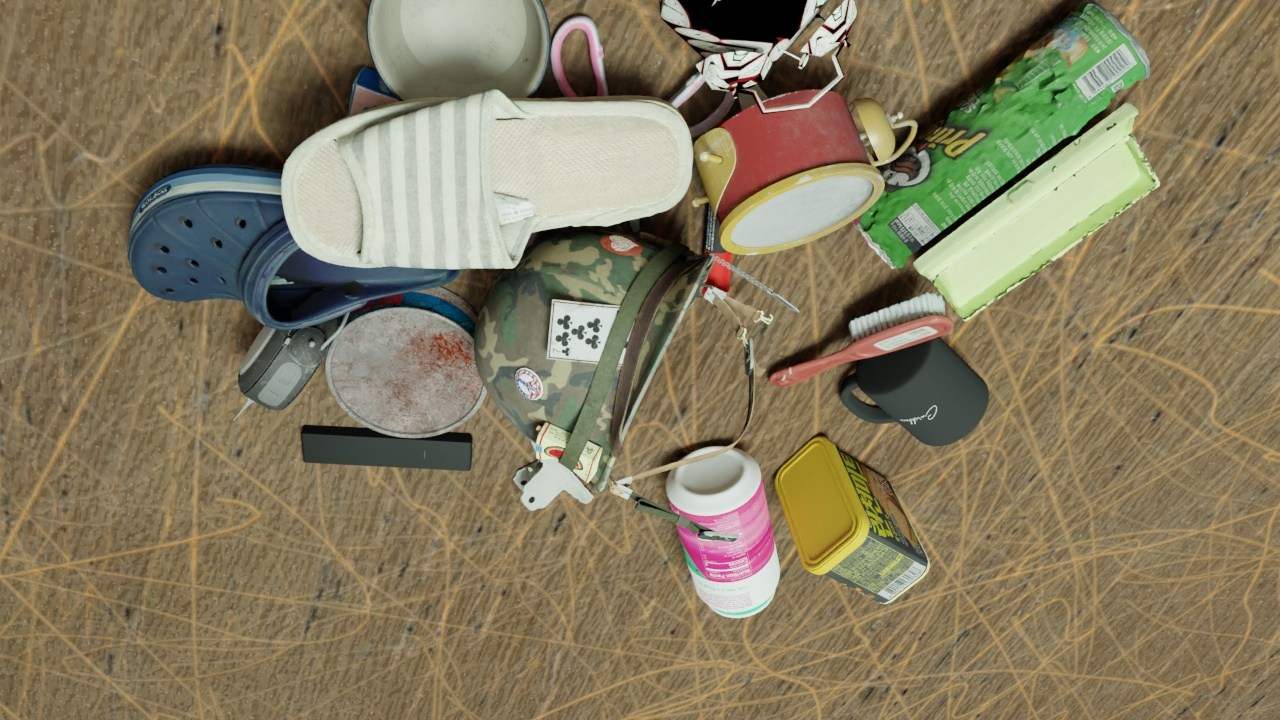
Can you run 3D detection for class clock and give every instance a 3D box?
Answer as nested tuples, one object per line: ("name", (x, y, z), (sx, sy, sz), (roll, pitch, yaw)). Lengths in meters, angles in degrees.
("clock", (0.076, -0.231, 0.575), (0.114, 0.065, 0.154), (-25, 91, -4))
("clock", (0.116, -0.142, 0.645), (0.159, 0.081, 0.117), (-15, 165, -5))
("clock", (-0.275, -0.011, 0.717), (0.043, 0.091, 0.123), (35, 120, -26))

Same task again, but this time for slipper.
("slipper", (-0.249, -0.075, 0.655), (0.253, 0.095, 0.105), (-2, 147, 3))
("slipper", (-0.094, -0.119, 0.603), (0.272, 0.054, 0.114), (-11, 112, -10))

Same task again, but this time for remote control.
("remote control", (-0.229, 0.080, 0.833), (0.150, 0.013, 0.034), (4, 124, -8))

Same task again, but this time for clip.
("clip", (-0.093, 0.111, 0.869), (0.054, 0.041, 0.101), (-37, 122, -3))

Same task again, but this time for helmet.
("helmet", (-0.005, 0.003, 0.687), (0.236, 0.192, 0.225), (35, 154, -16))

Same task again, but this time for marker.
("marker", (0.064, -0.117, 0.724), (0.023, 0.021, 0.145), (-16, 128, -23))

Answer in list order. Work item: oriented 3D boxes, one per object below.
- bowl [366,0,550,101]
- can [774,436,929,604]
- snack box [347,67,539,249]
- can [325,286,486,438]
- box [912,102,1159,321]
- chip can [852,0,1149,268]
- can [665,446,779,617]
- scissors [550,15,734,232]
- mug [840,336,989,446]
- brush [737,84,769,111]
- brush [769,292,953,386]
("bowl", (-0.118, -0.220, 0.608), (0.115, 0.059, 0.116), (-3, 125, -4))
("can", (0.197, 0.150, 0.859), (0.101, 0.130, 0.073), (30, 116, -27))
("snack box", (-0.139, -0.144, 0.671), (0.154, 0.033, 0.088), (16, 127, -16))
("can", (-0.191, 0.001, 0.763), (0.130, 0.044, 0.130), (-3, 125, -4))
("box", (0.310, -0.117, 0.730), (0.188, 0.048, 0.140), (-39, 148, 21))
("chip can", (0.257, -0.164, 0.680), (0.224, 0.075, 0.075), (-39, 120, 19))
("can", (0.082, 0.165, 0.880), (0.088, 0.088, 0.166), (-14, 125, 3))
("scissors", (0.000, -0.172, 0.677), (0.168, 0.014, 0.171), (-8, 124, 7))
("mug", (0.234, 0.025, 0.815), (0.088, 0.078, 0.114), (37, 139, -27))
("brush", (0.060, -0.224, 0.655), (0.033, 0.012, 0.218), (-28, 122, 13))
("brush", (0.182, -0.015, 0.784), (0.173, 0.030, 0.041), (-23, 152, 37))
